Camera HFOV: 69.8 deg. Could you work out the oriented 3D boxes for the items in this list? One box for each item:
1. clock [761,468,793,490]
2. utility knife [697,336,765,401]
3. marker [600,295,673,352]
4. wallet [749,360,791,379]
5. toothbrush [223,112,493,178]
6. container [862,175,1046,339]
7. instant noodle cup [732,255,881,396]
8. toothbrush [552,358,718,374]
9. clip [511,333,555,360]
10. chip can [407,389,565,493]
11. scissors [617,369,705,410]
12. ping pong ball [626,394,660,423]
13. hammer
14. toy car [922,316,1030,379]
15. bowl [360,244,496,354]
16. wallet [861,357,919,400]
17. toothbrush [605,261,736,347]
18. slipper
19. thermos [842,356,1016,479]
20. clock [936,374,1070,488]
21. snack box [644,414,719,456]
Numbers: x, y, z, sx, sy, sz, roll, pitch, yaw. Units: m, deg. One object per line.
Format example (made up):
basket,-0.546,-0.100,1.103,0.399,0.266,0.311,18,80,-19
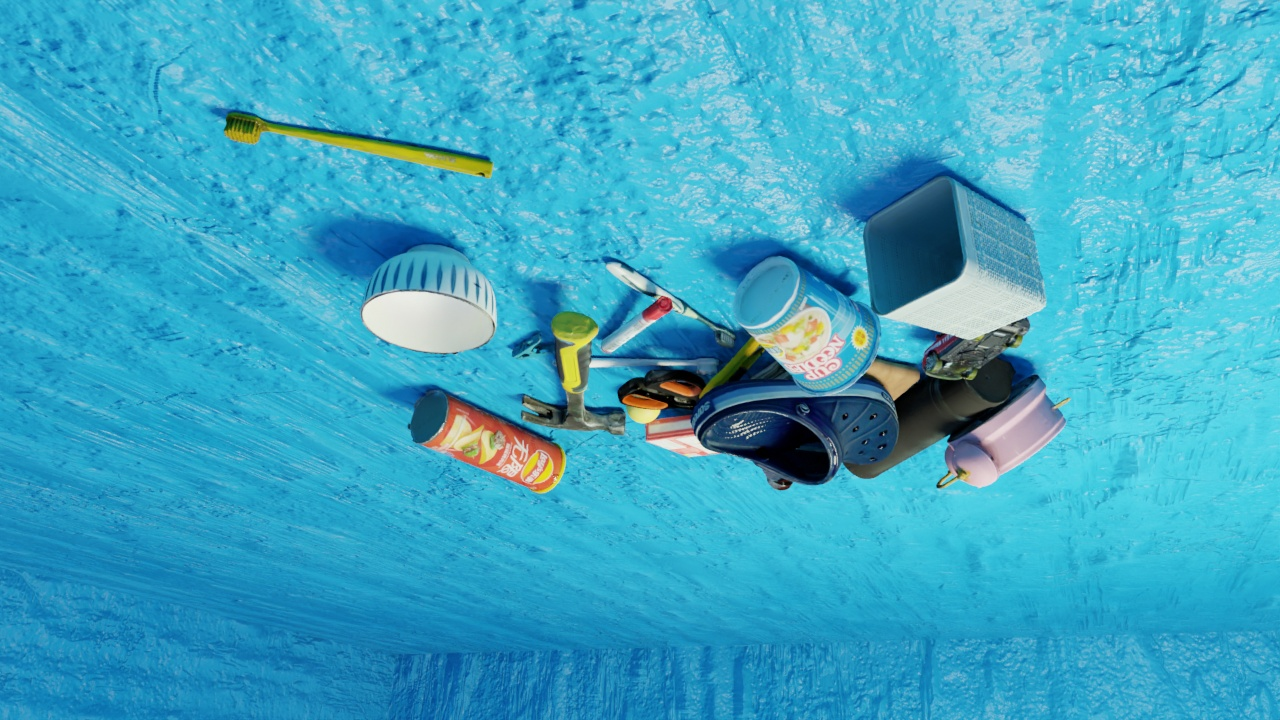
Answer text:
clock,0.182,0.114,1.130,0.055,0.082,0.122,7,153,-25
utility knife,0.105,0.001,0.942,0.033,0.015,0.177,-8,151,-33
marker,-0.007,-0.033,0.891,0.017,0.017,0.146,13,161,-21
wallet,0.120,0.054,1.028,0.106,0.037,0.130,-30,155,-7
toothbrush,-0.203,-0.154,0.671,0.190,0.016,0.016,8,155,-12
container,0.249,-0.074,0.721,0.111,0.089,0.090,15,152,-31
instant noodle cup,0.141,-0.035,0.815,0.099,0.099,0.110,-22,139,41
toothbrush,-0.006,0.006,0.992,0.180,0.016,0.016,1,156,4
clip,-0.114,-0.013,0.967,0.055,0.013,0.034,-19,147,38
chip can,-0.188,0.104,1.155,0.073,0.073,0.216,-15,149,32
scissors,0.057,0.050,1.058,0.139,0.021,0.235,-13,158,14
ping pong ball,0.003,0.053,1.062,0.040,0.040,0.040,2,155,1
hammer,-0.074,0.022,0.988,0.126,0.031,0.324,4,160,-1
toy car,0.317,-0.020,0.875,0.053,0.045,0.121,12,148,-15
bowl,-0.184,-0.060,0.812,0.116,0.066,0.117,1,154,0
wallet,0.230,0.033,1.003,0.101,0.020,0.116,13,140,-19
toothbrush,0.033,-0.050,0.870,0.016,0.018,0.191,-18,148,38
slipper,0.173,0.075,0.943,0.252,0.095,0.105,7,140,-27
thermos,0.323,0.065,1.037,0.089,0.068,0.243,-11,161,-26
clock,0.379,0.085,0.981,0.158,0.060,0.117,-38,172,6
snack box,0.068,0.094,1.130,0.075,0.025,0.152,-9,164,22
